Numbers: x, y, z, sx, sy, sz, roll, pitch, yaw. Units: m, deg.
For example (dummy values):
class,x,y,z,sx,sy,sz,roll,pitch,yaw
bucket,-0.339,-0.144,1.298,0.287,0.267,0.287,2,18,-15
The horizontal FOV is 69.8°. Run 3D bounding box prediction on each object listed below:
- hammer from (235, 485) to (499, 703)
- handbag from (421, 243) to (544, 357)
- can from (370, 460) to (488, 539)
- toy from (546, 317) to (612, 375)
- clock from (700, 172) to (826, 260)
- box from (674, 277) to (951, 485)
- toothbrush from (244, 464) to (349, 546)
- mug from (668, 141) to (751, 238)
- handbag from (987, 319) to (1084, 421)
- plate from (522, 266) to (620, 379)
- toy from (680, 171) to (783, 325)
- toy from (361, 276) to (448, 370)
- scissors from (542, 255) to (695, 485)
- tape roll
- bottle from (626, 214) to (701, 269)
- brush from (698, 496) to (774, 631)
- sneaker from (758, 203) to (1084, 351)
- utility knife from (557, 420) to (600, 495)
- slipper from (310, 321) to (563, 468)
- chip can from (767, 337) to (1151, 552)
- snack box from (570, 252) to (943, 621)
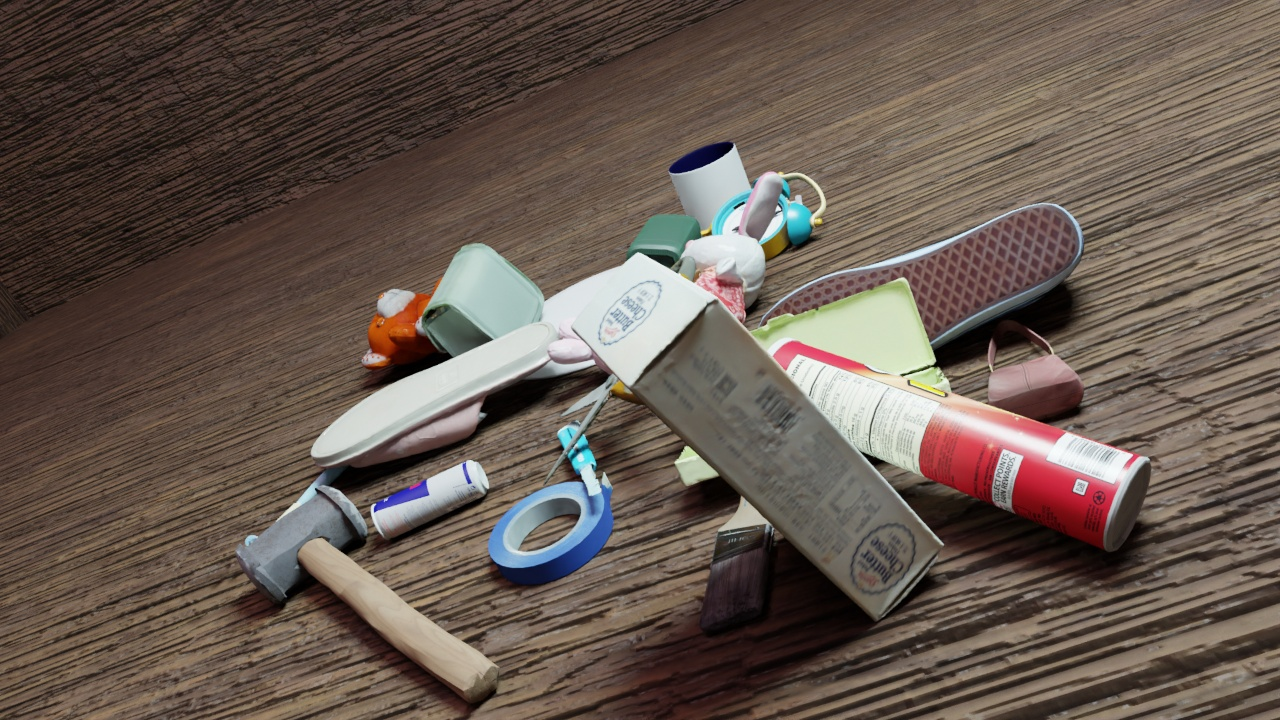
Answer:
class,x,y,z,sx,sy,sz,roll,pitch,yaw
hammer,-0.201,0.172,0.671,0.097,0.052,0.329,-39,31,-28
handbag,-0.171,-0.054,0.983,0.067,0.106,0.121,-31,27,32
can,-0.175,0.115,0.764,0.095,0.032,0.032,-25,25,1
toy,-0.029,-0.013,0.848,0.110,0.047,0.063,8,44,11
clock,0.131,-0.149,0.966,0.130,0.044,0.099,-31,48,6
box,0.115,0.025,0.641,0.188,0.066,0.127,-20,47,13
toothbrush,-0.321,0.129,0.893,0.022,0.016,0.154,23,45,16
mug,0.088,-0.193,1.049,0.079,0.097,0.111,-15,27,20
handbag,0.253,0.000,0.612,0.055,0.029,0.119,-18,20,19
plate,-0.052,-0.055,1.004,0.243,0.016,0.242,-20,25,10
toy,0.070,-0.073,0.846,0.160,0.084,0.193,-55,3,47
toy,-0.251,-0.050,1.090,0.173,0.093,0.163,-14,28,26
scissors,-0.004,0.004,0.705,0.225,0.016,0.230,-57,16,-13
tape roll,-0.065,0.124,0.666,0.093,0.016,0.091,-19,26,13
bottle,0.031,-0.118,0.970,0.061,0.061,0.131,4,31,15
brush,0.066,0.111,0.578,0.039,0.012,0.150,-15,26,22
sneaker,0.211,-0.041,0.697,0.242,0.083,0.098,-23,-11,22
utility knife,-0.043,0.076,0.713,0.022,0.015,0.162,-30,16,-6
slipper,-0.195,0.044,0.897,0.274,0.054,0.114,-26,25,6
chip can,0.165,0.041,0.519,0.215,0.052,0.051,22,50,40
snack box,0.061,0.040,0.484,0.057,0.208,0.104,-46,27,-2
